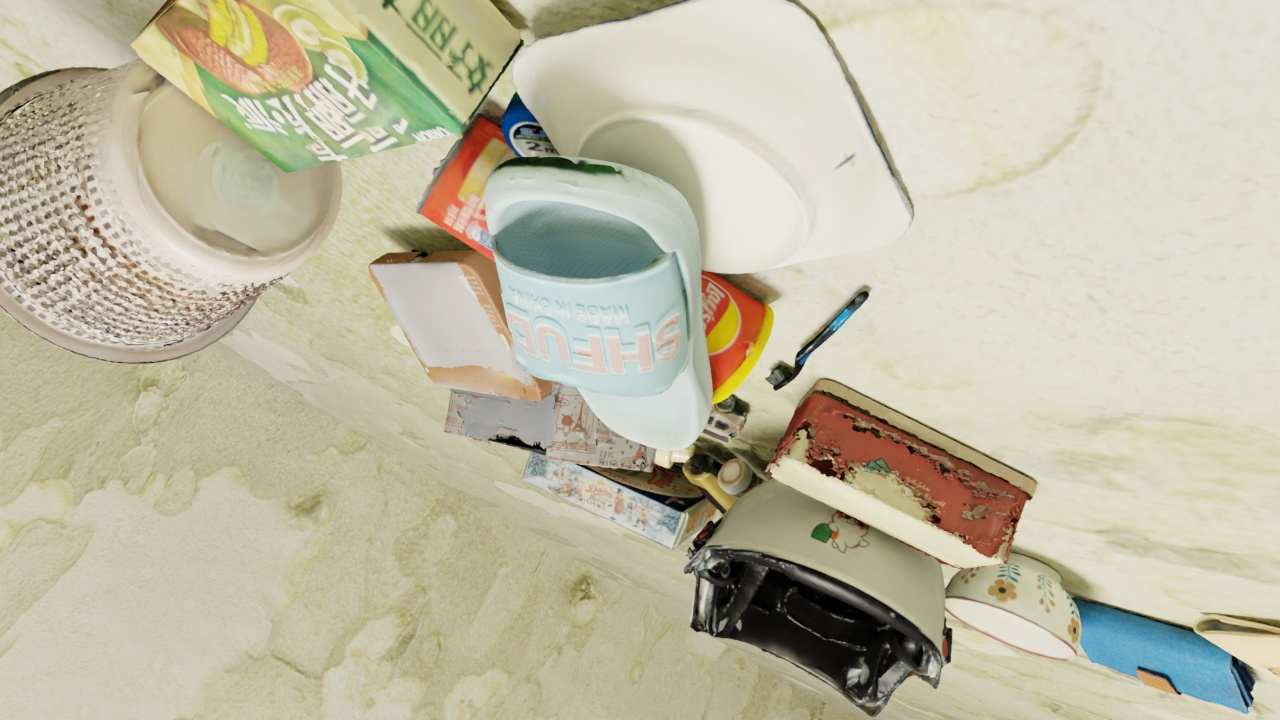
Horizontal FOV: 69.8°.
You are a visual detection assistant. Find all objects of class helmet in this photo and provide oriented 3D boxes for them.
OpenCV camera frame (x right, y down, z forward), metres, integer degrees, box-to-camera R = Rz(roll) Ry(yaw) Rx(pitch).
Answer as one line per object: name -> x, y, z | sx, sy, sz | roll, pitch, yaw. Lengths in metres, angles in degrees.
helmet -> 0.166, 0.183, 0.811 | 0.230, 0.156, 0.275 | 21, 148, 15

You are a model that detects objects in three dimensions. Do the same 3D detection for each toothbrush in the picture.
toothbrush -> 0.109, -0.010, 0.587 | 0.016, 0.014, 0.190 | 50, 164, 9

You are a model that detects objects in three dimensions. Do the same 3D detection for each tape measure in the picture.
tape measure -> -0.044, -0.121, 0.480 | 0.058, 0.025, 0.054 | 11, 153, 19

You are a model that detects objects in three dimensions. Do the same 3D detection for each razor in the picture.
razor -> 0.092, 0.146, 0.956 | 0.062, 0.067, 0.167 | 29, 169, 43

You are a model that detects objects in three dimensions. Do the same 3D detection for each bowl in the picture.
bowl -> 0.322, 0.204, 0.788 | 0.113, 0.062, 0.113 | 24, 161, 8

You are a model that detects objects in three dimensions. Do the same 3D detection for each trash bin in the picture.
trash bin -> -0.323, -0.118, 0.641 | 0.193, 0.227, 0.227 | -7, 144, 41

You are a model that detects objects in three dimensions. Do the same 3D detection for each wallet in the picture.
wallet -> 0.444, 0.253, 0.790 | 0.133, 0.040, 0.106 | 9, 151, 47
wallet -> 0.482, 0.222, 0.667 | 0.115, 0.024, 0.087 | 32, 161, -8

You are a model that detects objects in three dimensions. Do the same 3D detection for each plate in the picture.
plate -> 0.028, -0.086, 0.422 | 0.164, 0.034, 0.164 | 1, 148, 38

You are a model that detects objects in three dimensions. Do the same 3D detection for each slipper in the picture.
slipper -> -0.019, -0.011, 0.474 | 0.104, 0.074, 0.246 | 13, 151, 21

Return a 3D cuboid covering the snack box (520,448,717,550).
snack box -> -0.013, 0.136, 1.012 | 0.182, 0.046, 0.177 | 22, -173, 16

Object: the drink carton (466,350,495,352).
drink carton -> -0.151, 0.003, 0.958 | 0.053, 0.045, 0.122 | 19, 161, 25

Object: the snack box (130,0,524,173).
snack box -> -0.175, -0.167, 0.482 | 0.240, 0.063, 0.114 | 7, 152, 49

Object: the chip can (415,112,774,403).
chip can -> -0.024, -0.059, 0.551 | 0.216, 0.073, 0.073 | 33, 162, -13

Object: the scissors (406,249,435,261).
scissors -> -0.145, -0.050, 0.862 | 0.136, 0.014, 0.175 | 13, 160, 37

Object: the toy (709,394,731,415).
toy -> -0.004, 0.004, 0.707 | 0.157, 0.066, 0.105 | 27, 147, -23

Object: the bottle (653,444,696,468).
bottle -> -0.014, 0.077, 0.947 | 0.149, 0.066, 0.067 | 15, 160, 16

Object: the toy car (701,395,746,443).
toy car -> 0.046, 0.038, 0.782 | 0.090, 0.035, 0.042 | 27, 162, 12

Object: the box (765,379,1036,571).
box -> 0.179, 0.091, 0.656 | 0.168, 0.079, 0.091 | 26, 164, 5

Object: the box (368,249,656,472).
box -> -0.115, 0.013, 0.808 | 0.179, 0.126, 0.273 | 7, 152, 46

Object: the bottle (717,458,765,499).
bottle -> 0.151, 0.164, 0.942 | 0.060, 0.059, 0.206 | 6, 152, 50
